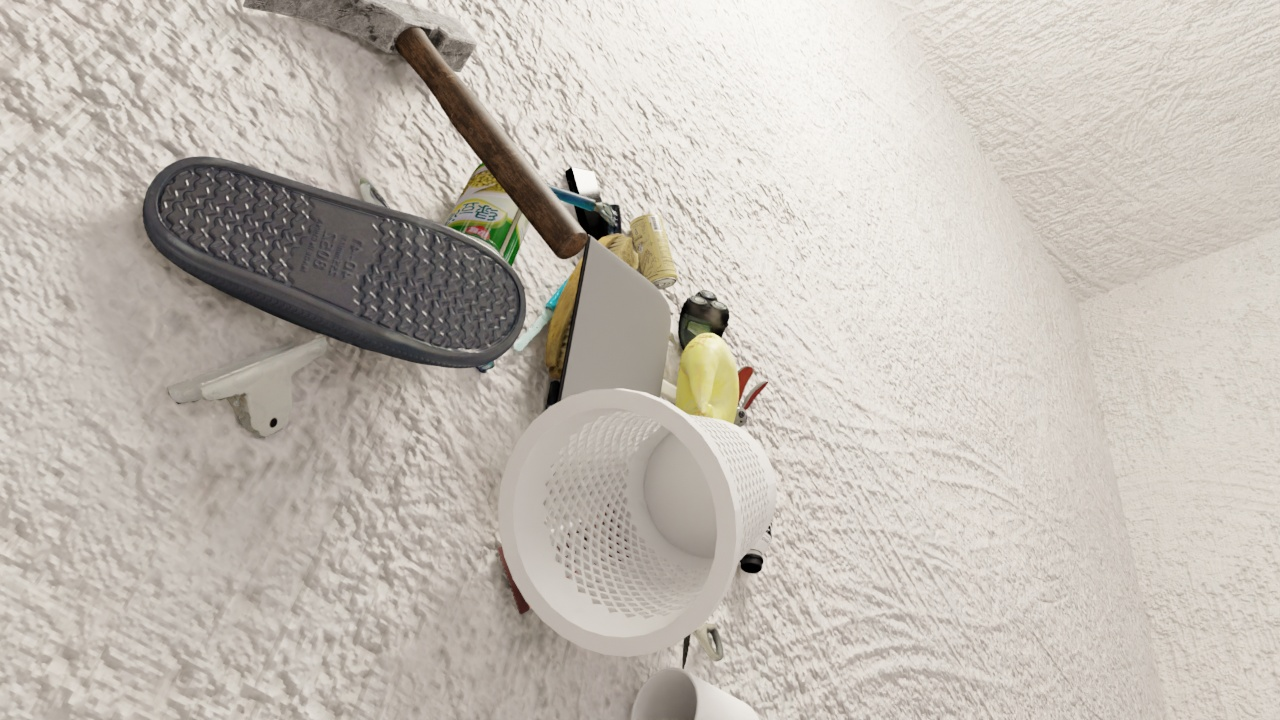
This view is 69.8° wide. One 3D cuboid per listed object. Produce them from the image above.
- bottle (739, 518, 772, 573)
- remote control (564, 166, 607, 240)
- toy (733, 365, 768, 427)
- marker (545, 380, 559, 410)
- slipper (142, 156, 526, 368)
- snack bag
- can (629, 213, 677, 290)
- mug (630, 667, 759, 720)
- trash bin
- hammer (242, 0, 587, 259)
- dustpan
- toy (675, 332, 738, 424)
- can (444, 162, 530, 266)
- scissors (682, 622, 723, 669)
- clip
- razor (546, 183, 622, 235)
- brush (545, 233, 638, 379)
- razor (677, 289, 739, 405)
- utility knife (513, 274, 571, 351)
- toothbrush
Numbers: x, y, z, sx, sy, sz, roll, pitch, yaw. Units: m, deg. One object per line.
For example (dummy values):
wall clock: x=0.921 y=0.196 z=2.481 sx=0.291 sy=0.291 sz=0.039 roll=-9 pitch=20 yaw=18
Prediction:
bottle: x=0.124 y=0.176 z=1.002 sx=0.041 sy=0.041 sz=0.115 roll=40 pitch=41 yaw=-32
remote control: x=-0.048 y=-0.137 z=0.985 sx=0.034 sy=0.013 sz=0.150 roll=-1 pitch=71 yaw=-50
toy: x=0.105 y=0.063 z=1.026 sx=0.049 sy=0.030 sz=0.111 roll=37 pitch=72 yaw=-35
marker: x=-0.085 y=0.080 z=0.804 sx=0.011 sy=0.011 sz=0.151 roll=39 pitch=42 yaw=-34
slipper: x=-0.215 y=-0.055 z=0.662 sx=0.268 sy=0.084 sz=0.110 roll=19 pitch=58 yaw=-25
snack bag: x=-0.059 y=0.165 z=0.785 sx=0.157 sy=0.013 sz=0.057 roll=-10 pitch=77 yaw=-55
can: x=0.015 y=-0.122 z=1.039 sx=0.038 sy=0.038 sz=0.079 roll=6 pitch=65 yaw=-52
mug: x=0.041 y=0.330 z=0.780 sx=0.090 sy=0.074 sz=0.110 roll=39 pitch=68 yaw=-34
trash bin: x=0.020 y=0.119 z=0.761 sx=0.199 sy=0.196 sz=0.195 roll=0 pitch=69 yaw=-65
hammer: x=-0.162 y=-0.199 z=0.757 sx=0.300 sy=0.037 sz=0.217 roll=52 pitch=30 yaw=18
dustpan: x=-0.005 y=0.005 z=0.901 sx=0.257 sy=0.033 sz=0.163 roll=31 pitch=64 yaw=-53
toy: x=0.067 y=0.051 z=0.940 sx=0.154 sy=0.065 sz=0.171 roll=-69 pitch=163 yaw=-61
can: x=-0.135 y=-0.117 z=0.806 sx=0.067 sy=0.067 sz=0.120 roll=44 pitch=39 yaw=-28
scissors: x=0.048 y=0.238 z=0.846 sx=0.157 sy=0.012 sz=0.166 roll=-100 pitch=164 yaw=-52
clip: x=-0.250 y=0.017 z=0.602 sx=0.052 sy=0.058 sz=0.101 roll=43 pitch=34 yaw=10
razor: x=-0.073 y=-0.166 z=0.945 sx=0.143 sy=0.022 sz=0.042 roll=16 pitch=58 yaw=-38
brush: x=-0.044 y=-0.058 z=0.896 sx=0.059 sy=0.043 sz=0.194 roll=68 pitch=33 yaw=-40
razor: x=0.086 y=-0.005 z=1.043 sx=0.053 sy=0.067 sz=0.151 roll=-31 pitch=104 yaw=-52
utility knife: x=-0.082 y=-0.056 z=0.887 sx=0.022 sy=0.015 sz=0.178 roll=56 pitch=34 yaw=-14
toothbrush: x=-0.177 y=-0.070 z=0.765 sx=0.189 sy=0.017 sz=0.016 roll=58 pitch=36 yaw=-12
